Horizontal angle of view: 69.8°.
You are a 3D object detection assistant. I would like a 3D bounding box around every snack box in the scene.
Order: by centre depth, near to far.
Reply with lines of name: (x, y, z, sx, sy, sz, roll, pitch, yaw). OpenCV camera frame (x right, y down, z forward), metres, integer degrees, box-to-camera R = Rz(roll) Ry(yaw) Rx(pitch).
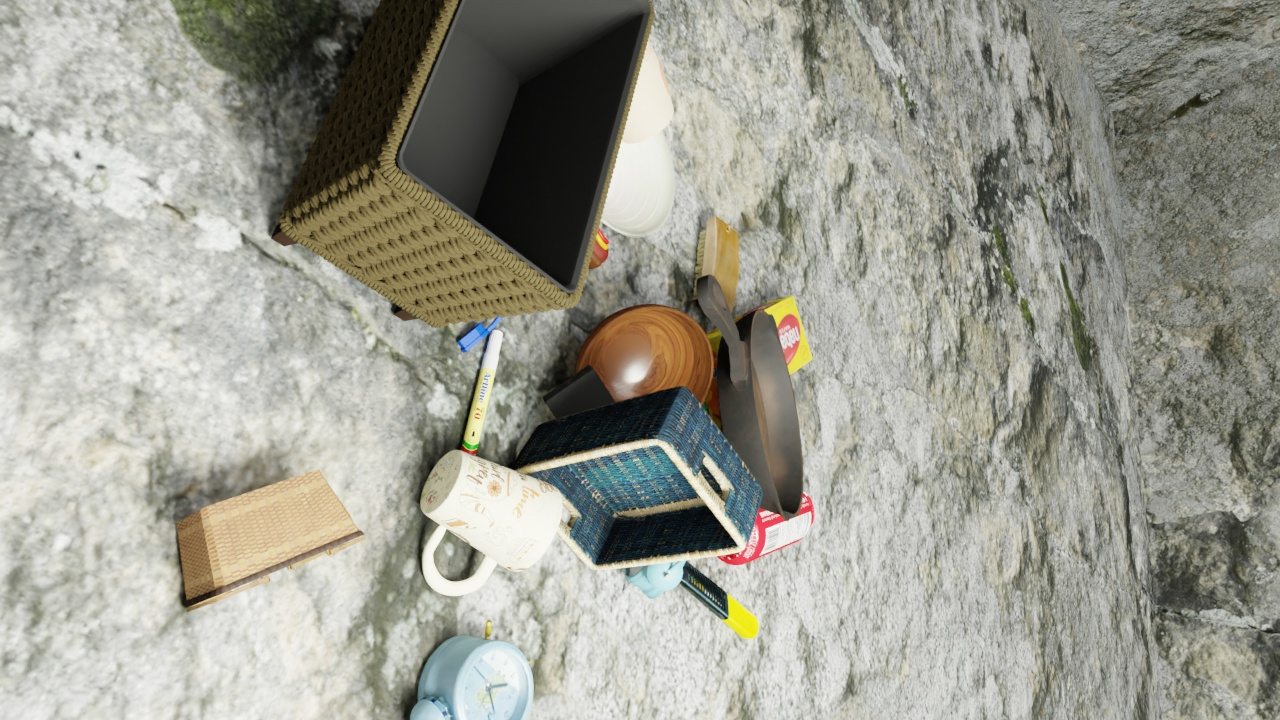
snack box: (0.143, -0.011, 1.148, 0.200, 0.042, 0.092, -27, 101, -49)

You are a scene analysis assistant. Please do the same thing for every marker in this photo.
marker: (-0.143, 0.033, 0.829, 0.014, 0.014, 0.132, 32, 56, -39)

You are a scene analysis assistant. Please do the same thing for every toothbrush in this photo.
toothbrush: (-0.107, -0.068, 0.877, 0.186, 0.017, 0.011, -46, 107, -33)

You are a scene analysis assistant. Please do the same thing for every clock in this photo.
clock: (-0.137, 0.278, 0.737, 0.089, 0.052, 0.124, 54, 44, -26)
clock: (0.028, 0.189, 0.896, 0.042, 0.123, 0.087, 35, 51, -10)

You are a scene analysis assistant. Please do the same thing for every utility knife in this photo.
utility knife: (0.079, 0.260, 1.014, 0.171, 0.020, 0.028, 46, 47, -32)

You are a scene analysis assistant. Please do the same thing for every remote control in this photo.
remote control: (-0.039, 0.071, 0.902, 0.058, 0.013, 0.133, -34, 119, -6)

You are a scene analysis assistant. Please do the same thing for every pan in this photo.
pan: (0.108, 0.026, 0.952, 0.356, 0.043, 0.248, 55, 31, -51)

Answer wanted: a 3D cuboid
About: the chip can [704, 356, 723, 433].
chip can: (0.064, 0.103, 1.009, 0.062, 0.062, 0.210, 23, 63, -43)

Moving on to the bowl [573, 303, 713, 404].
bowl: (-0.006, 0.006, 0.939, 0.147, 0.069, 0.147, -8, 113, -20)

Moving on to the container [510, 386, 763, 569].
container: (-0.004, 0.111, 0.832, 0.145, 0.188, 0.071, 53, 42, -25)

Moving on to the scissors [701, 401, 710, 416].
scissors: (0.016, 0.081, 0.973, 0.119, 0.012, 0.128, 38, 74, 7)

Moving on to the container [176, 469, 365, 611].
container: (-0.260, 0.121, 0.636, 0.113, 0.063, 0.061, -19, 86, -50)

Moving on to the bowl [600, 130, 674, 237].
bowl: (-0.041, -0.211, 0.984, 0.176, 0.058, 0.176, 17, 67, -45)

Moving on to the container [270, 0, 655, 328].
container: (-0.145, -0.194, 0.742, 0.176, 0.206, 0.320, 36, 54, -37)

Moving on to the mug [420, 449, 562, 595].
mug: (-0.139, 0.140, 0.773, 0.097, 0.081, 0.122, 34, 82, -30)

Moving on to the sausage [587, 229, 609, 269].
sausage: (-0.080, -0.153, 0.923, 0.155, 0.040, 0.040, 51, 46, -37)

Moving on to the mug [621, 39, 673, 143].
mug: (-0.018, -0.286, 0.933, 0.104, 0.085, 0.111, 55, 15, -36)

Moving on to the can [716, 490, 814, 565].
can: (0.138, 0.186, 1.061, 0.142, 0.075, 0.074, -6, 84, -49)

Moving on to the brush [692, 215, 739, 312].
brush: (0.092, -0.115, 1.122, 0.049, 0.039, 0.117, 27, 59, -42)
